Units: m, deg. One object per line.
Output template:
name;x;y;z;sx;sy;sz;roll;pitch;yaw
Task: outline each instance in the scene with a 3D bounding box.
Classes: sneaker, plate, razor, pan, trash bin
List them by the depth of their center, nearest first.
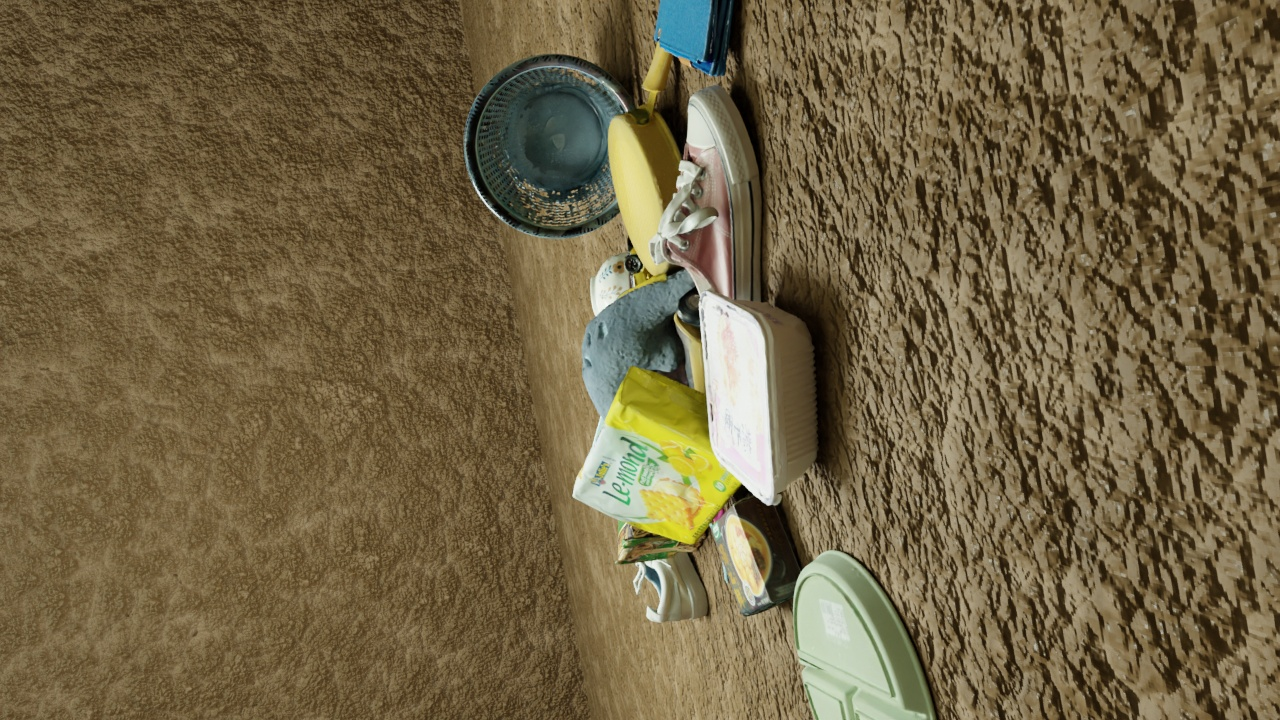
plate;0.183;0.278;0.784;0.230;0.027;0.230;169;91;-76
sneaker;0.057;-0.128;0.854;0.118;0.087;0.241;-130;31;-66
razor;0.072;-0.004;0.994;0.068;0.062;0.168;26;139;35
pan;0.019;-0.259;1.011;0.197;0.078;0.358;-123;19;-51
trash bin;-0.111;-0.294;1.232;0.195;0.226;0.227;-99;2;-71
sneaker;0.018;0.279;1.350;0.090;0.090;0.242;94;161;-45

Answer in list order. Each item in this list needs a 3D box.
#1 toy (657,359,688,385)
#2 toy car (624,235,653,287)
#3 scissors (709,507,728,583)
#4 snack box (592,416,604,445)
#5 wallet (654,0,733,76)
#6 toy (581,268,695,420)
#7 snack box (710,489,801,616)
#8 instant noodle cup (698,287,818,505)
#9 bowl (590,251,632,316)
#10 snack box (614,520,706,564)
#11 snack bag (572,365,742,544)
toy;0.036;0.021;1.176;0.108;0.039;0.083;106;154;-56
toy car;0.007;-0.091;1.181;0.071;0.041;0.156;-65;-33;-72
scissors;0.102;0.225;1.118;0.133;0.017;0.133;-123;21;-58
snack box;-0.020;0.053;1.250;0.074;0.051;0.175;-67;-5;-60
wallet;0.051;-0.323;0.837;0.133;0.040;0.106;-122;33;-58
toy;-0.007;0.006;1.110;0.091;0.138;0.357;-56;-16;-45
snack box;0.119;0.192;0.950;0.113;0.053;0.125;110;142;-66
instant noodle cup;0.108;0.025;0.813;0.138;0.060;0.173;-140;39;-64
bowl;-0.034;-0.091;1.264;0.113;0.062;0.113;-4;-91;-82
snack box;0.017;0.208;1.250;0.118;0.117;0.105;110;152;-61
snack bag;0.026;0.108;0.995;0.247;0.158;0.068;116;178;-51
